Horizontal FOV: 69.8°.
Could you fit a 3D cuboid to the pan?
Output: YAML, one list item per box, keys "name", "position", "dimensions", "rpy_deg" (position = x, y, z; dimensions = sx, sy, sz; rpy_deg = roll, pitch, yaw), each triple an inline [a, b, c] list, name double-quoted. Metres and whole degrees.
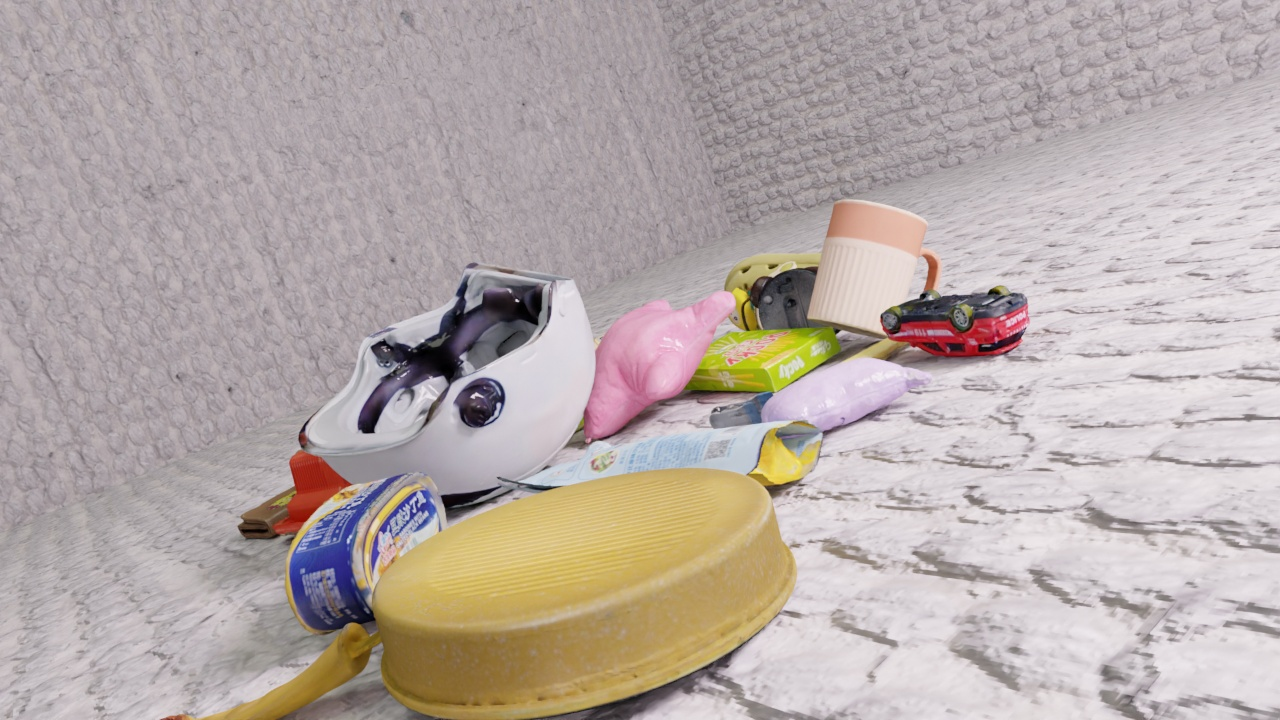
- name: "pan"
  position: [-0.100, 0.134, 0.450]
  dimensions: [0.358, 0.078, 0.197]
  rpy_deg: [-12, 7, 10]

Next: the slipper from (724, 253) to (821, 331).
- name: "slipper"
  position: [0.153, -0.070, 1.015]
  dimensions: [0.081, 0.091, 0.191]
  rpy_deg: [-29, 16, -37]

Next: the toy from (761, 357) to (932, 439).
- name: "toy"
  position: [0.129, 0.024, 0.622]
  dimensions: [0.108, 0.039, 0.084]
  rpy_deg: [-22, 8, -16]

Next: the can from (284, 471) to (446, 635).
- name: "can"
  position: [-0.173, 0.121, 0.598]
  dimensions: [0.049, 0.074, 0.148]
  rpy_deg: [-15, 10, 9]

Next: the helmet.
- name: "helmet"
  position: [-0.146, 0.037, 0.795]
  dimensions: [0.258, 0.146, 0.229]
  rpy_deg: [-45, 30, -23]

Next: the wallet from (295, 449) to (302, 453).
- name: "wallet"
  position: [-0.316, 0.109, 1.045]
  dimensions: [0.101, 0.020, 0.115]
  rpy_deg: [-5, -8, 41]

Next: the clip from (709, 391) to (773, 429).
- name: "clip"
  position: [0.075, 0.042, 0.693]
  dimensions: [0.058, 0.027, 0.045]
  rpy_deg: [-13, 19, 43]

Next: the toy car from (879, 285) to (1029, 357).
- name: "toy car"
  position: [0.233, -0.028, 0.689]
  dimensions: [0.052, 0.045, 0.121]
  rpy_deg: [-21, 13, -23]

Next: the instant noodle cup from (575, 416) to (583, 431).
- name: "instant noodle cup"
  position: [-0.121, 0.021, 0.942]
  dimensions: [0.112, 0.123, 0.111]
  rpy_deg: [-20, 8, 3]

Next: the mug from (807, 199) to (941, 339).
- name: "mug"
  position: [0.212, -0.075, 0.812]
  dimensions: [0.114, 0.106, 0.082]
  rpy_deg: [14, 1, -20]

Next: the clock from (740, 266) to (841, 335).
- name: "clock"
  position: [0.152, -0.050, 0.901]
  dimensions: [0.122, 0.082, 0.055]
  rpy_deg: [-13, 7, 34]

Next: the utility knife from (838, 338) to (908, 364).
- name: "utility knife"
  position: [0.197, -0.010, 0.752]
  dimensions: [0.187, 0.020, 0.031]
  rpy_deg: [-30, 16, -22]

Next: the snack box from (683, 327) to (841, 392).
- name: "snack box"
  position: [0.103, -0.001, 0.855]
  dimensions: [0.085, 0.026, 0.157]
  rpy_deg: [-30, 14, -26]

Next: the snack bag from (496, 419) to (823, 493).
- name: "snack bag"
  position: [0.011, 0.065, 0.584]
  dimensions: [0.191, 0.039, 0.110]
  rpy_deg: [-10, 9, 34]

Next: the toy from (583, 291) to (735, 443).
- name: "toy"
  position: [-0.005, 0.005, 0.866]
  dimensions: [0.178, 0.074, 0.195]
  rpy_deg: [-52, 21, -18]

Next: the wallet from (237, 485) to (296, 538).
- name: "wallet"
  position: [-0.369, 0.155, 0.997]
  dimensions: [0.090, 0.033, 0.115]
  rpy_deg: [-10, 17, 46]

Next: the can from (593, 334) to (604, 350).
- name: "can"
  position: [-0.016, -0.012, 1.129]
  dimensions: [0.116, 0.058, 0.058]
  rpy_deg: [-22, 9, -14]

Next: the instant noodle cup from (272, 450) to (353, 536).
- name: "instant noodle cup"
  position: [-0.262, 0.102, 0.909]
  dimensions: [0.165, 0.079, 0.188]
  rpy_deg: [-14, 10, 41]
